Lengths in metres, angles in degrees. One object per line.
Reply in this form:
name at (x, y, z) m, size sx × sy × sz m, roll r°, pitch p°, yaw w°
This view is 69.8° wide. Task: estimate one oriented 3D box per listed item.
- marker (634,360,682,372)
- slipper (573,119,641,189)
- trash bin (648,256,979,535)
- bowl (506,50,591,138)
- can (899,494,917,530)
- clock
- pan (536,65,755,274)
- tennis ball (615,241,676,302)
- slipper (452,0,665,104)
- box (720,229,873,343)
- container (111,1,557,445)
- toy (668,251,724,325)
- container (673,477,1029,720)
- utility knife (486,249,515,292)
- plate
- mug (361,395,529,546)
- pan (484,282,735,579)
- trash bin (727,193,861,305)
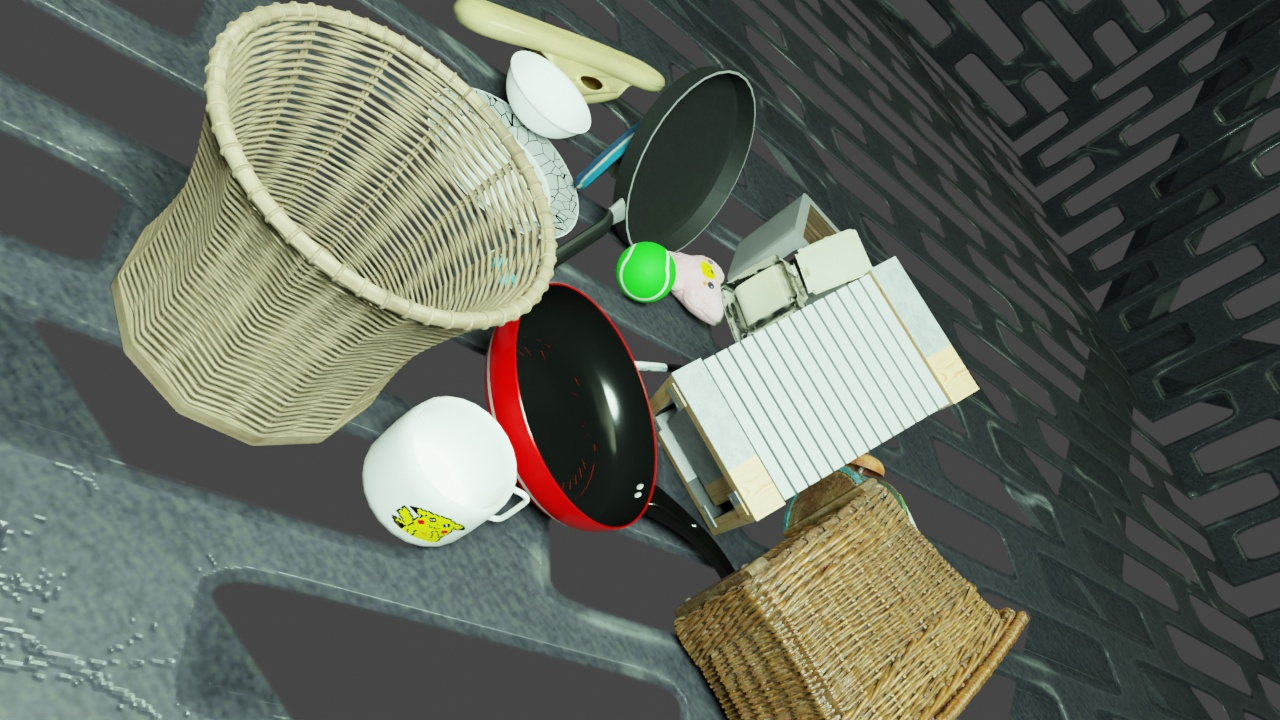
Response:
marker at (-0.006, 0.005, 0.936) m, size 0.152 × 0.011 × 0.011 m, roll 5°, pitch 57°, yaw -50°
slipper at (0.008, -0.251, 1.085) m, size 0.060 × 0.118 × 0.294 m, roll 53°, pitch 34°, yaw -11°
trash bin at (0.152, 0.038, 0.869) m, size 0.246 × 0.143 × 0.142 m, roll -27°, pitch 81°, yaw -16°
bowl at (-0.109, -0.279, 1.000) m, size 0.110 × 0.041 × 0.109 m, roll 32°, pitch 38°, yaw -30°
can at (0.281, 0.228, 1.026) m, size 0.083 × 0.083 × 0.144 m, roll 9°, pitch 54°, yaw -47°
clock at (0.217, 0.158, 0.971) m, size 0.073 × 0.122 × 0.157 m, roll 26°, pitch 52°, yaw -30°
pan at (0.007, -0.186, 0.996) m, size 0.034 × 0.226 × 0.355 m, roll 35°, pitch 54°, yaw 25°
tennis ball at (0.006, -0.095, 0.989) m, size 0.065 × 0.066 × 0.065 m, roll 31°, pitch 40°, yaw -31°
slipper at (-0.100, -0.350, 1.079) m, size 0.261 × 0.079 × 0.111 m, roll 13°, pitch 26°, yaw -26°
box at (0.194, -0.059, 1.097) m, size 0.066 × 0.186 × 0.145 m, roll 44°, pitch 27°, yaw -66°
container at (-0.203, -0.071, 0.589) m, size 0.226 × 0.197 × 0.226 m, roll 31°, pitch 40°, yaw -31°
toy at (0.062, -0.093, 1.071) m, size 0.093 × 0.050 × 0.102 m, roll 36°, pitch 34°, yaw -21°
container at (0.167, 0.231, 0.781) m, size 0.249 × 0.163 × 0.183 m, roll -24°, pitch 75°, yaw -42°
utility knife at (-0.113, -0.052, 0.851) m, size 0.022 × 0.016 × 0.117 m, roll -13°, pitch 74°, yaw -55°
plate at (-0.141, -0.200, 0.944) m, size 0.188 × 0.016 × 0.188 m, roll 31°, pitch 40°, yaw -31°
mug at (-0.134, 0.084, 0.653) m, size 0.115 × 0.068 × 0.094 m, roll 33°, pitch 39°, yaw -29°
pan at (-0.016, 0.094, 0.795) m, size 0.356 × 0.067 × 0.208 m, roll 57°, pitch 28°, yaw -28°
trash bin at (0.243, -0.088, 1.232) m, size 0.229 × 0.115 × 0.114 m, roll 44°, pitch 35°, yaw -15°
